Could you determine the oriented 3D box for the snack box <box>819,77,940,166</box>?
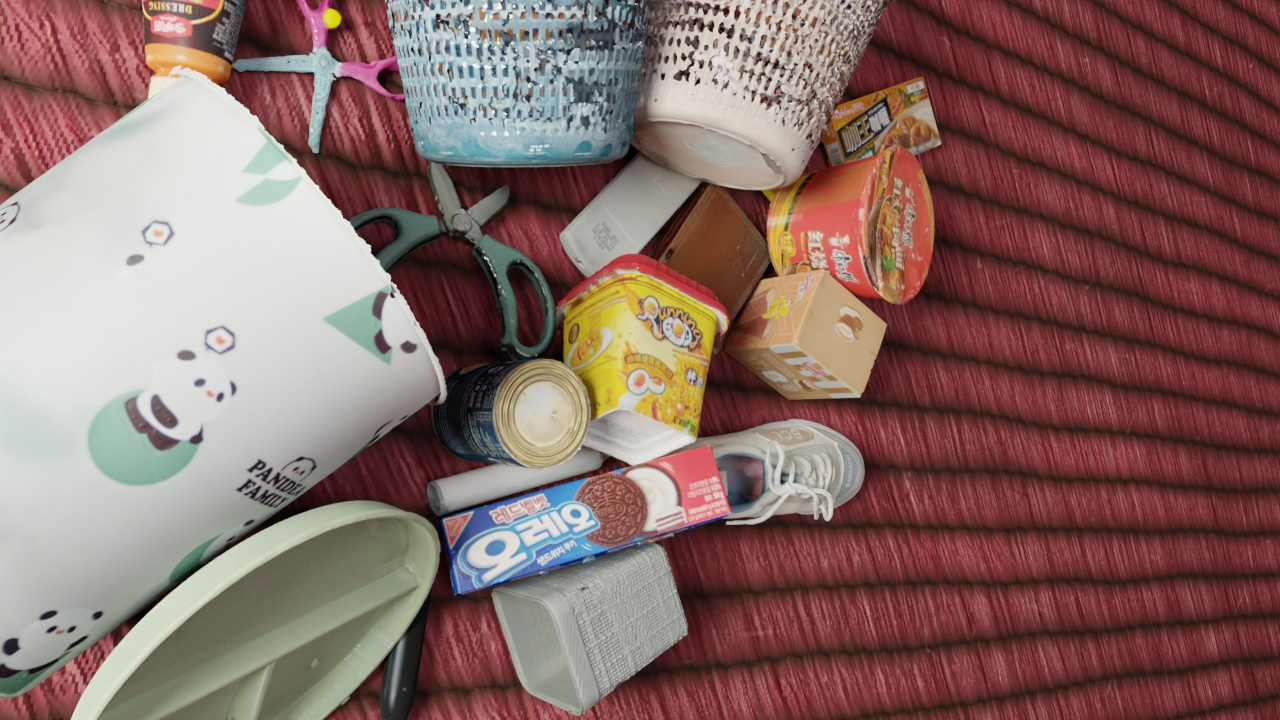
[{"bbox_3d":[0.245,-0.237,0.942,0.153,0.026,0.075,-26,101,-32],"label":"snack box"}]

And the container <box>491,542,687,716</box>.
[{"bbox_3d":[-0.034,0.193,0.699,0.114,0.090,0.090,-22,101,-35],"label":"container"}]

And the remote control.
[{"bbox_3d":[-0.006,-0.129,0.772,0.058,0.021,0.149,50,63,-20],"label":"remote control"}]

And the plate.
[{"bbox_3d":[-0.215,0.169,0.531,0.027,0.231,0.229,39,59,22],"label":"plate"}]

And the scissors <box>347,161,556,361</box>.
[{"bbox_3d":[-0.142,-0.059,0.667,0.169,0.019,0.175,-30,92,-30],"label":"scissors"}]

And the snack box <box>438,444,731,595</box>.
[{"bbox_3d":[-0.041,0.118,0.672,0.207,0.057,0.058,-14,79,-13],"label":"snack box"}]

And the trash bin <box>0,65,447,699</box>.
[{"bbox_3d":[-0.271,0.016,0.478,0.251,0.230,0.229,-43,111,-21],"label":"trash bin"}]

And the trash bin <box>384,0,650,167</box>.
[{"bbox_3d":[-0.083,-0.235,0.625,0.226,0.227,0.195,-11,110,-34],"label":"trash bin"}]

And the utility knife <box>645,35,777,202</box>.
[{"bbox_3d":[0.073,-0.213,0.832,0.230,0.015,0.033,43,60,-26],"label":"utility knife"}]

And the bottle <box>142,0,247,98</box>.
[{"bbox_3d":[-0.280,-0.210,0.573,0.066,0.067,0.149,5,92,-34],"label":"bottle"}]

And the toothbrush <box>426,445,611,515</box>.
[{"bbox_3d":[-0.060,0.080,0.723,0.220,0.027,0.026,-13,91,-33],"label":"toothbrush"}]

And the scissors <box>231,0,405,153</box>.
[{"bbox_3d":[-0.214,-0.210,0.642,0.136,0.017,0.133,7,88,-35],"label":"scissors"}]

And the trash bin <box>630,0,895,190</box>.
[{"bbox_3d":[0.080,-0.248,0.716,0.227,0.228,0.192,20,85,-31],"label":"trash bin"}]

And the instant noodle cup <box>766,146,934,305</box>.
[{"bbox_3d":[0.190,-0.120,0.837,0.137,0.109,0.138,-3,94,-48],"label":"instant noodle cup"}]

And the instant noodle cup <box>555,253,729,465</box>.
[{"bbox_3d":[-0.004,0.004,0.697,0.116,0.116,0.123,25,56,-31],"label":"instant noodle cup"}]

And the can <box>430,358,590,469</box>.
[{"bbox_3d":[-0.093,0.037,0.652,0.075,0.111,0.075,2,87,-34],"label":"can"}]

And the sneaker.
[{"bbox_3d":[0.126,0.098,0.809,0.241,0.091,0.089,1,88,-34],"label":"sneaker"}]

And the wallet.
[{"bbox_3d":[0.060,-0.081,0.810,0.101,0.032,0.124,44,66,-27],"label":"wallet"}]

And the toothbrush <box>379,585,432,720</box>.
[{"bbox_3d":[-0.169,0.232,0.643,0.026,0.027,0.212,21,74,-62],"label":"toothbrush"}]

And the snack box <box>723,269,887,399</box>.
[{"bbox_3d":[0.148,-0.021,0.826,0.092,0.095,0.077,35,69,-27],"label":"snack box"}]
